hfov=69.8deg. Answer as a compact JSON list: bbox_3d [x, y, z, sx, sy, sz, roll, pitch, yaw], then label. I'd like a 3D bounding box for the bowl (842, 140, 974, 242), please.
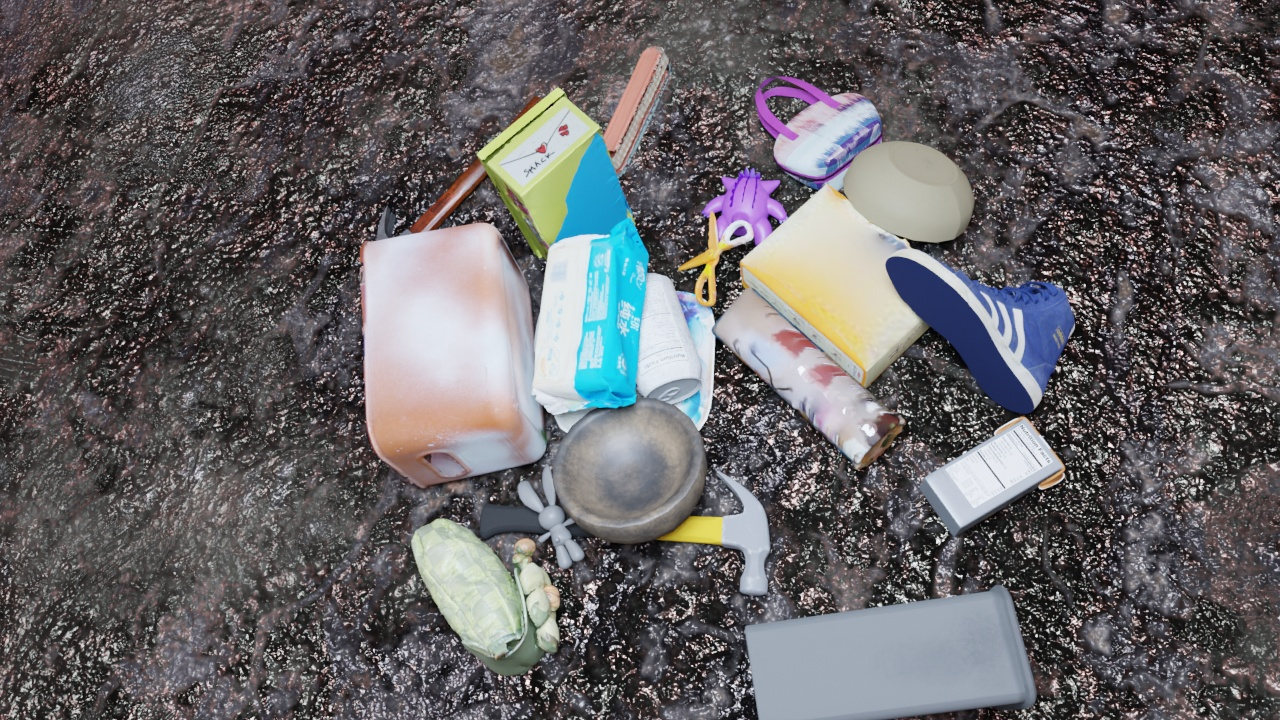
[{"bbox_3d":[0.312,-0.203,1.044,0.152,0.051,0.152,7,47,-8],"label":"bowl"}]

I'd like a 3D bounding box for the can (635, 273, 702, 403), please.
[{"bbox_3d":[0.017,-0.024,1.030,0.078,0.078,0.136,-19,66,3],"label":"can"}]

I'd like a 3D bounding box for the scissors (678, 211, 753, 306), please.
[{"bbox_3d":[0.087,-0.123,1.072,0.130,0.011,0.125,-26,55,44],"label":"scissors"}]

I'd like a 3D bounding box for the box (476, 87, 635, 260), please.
[{"bbox_3d":[-0.089,-0.192,1.062,0.124,0.221,0.082,-43,69,-5],"label":"box"}]

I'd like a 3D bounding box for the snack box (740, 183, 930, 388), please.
[{"bbox_3d":[0.231,-0.089,1.034,0.145,0.081,0.195,-42,67,-8],"label":"snack box"}]

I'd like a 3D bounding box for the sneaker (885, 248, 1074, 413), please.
[{"bbox_3d":[0.367,-0.066,0.951,0.233,0.091,0.118,45,75,-15],"label":"sneaker"}]

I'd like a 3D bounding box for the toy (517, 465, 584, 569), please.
[{"bbox_3d":[-0.096,0.171,0.994,0.049,0.030,0.111,-33,70,14],"label":"toy"}]

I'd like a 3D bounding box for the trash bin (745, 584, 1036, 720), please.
[{"bbox_3d":[0.218,0.278,0.832,0.220,0.192,0.097,-10,67,8],"label":"trash bin"}]

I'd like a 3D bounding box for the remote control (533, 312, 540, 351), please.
[{"bbox_3d":[-0.088,-0.050,1.076,0.060,0.028,0.114,20,66,-11],"label":"remote control"}]

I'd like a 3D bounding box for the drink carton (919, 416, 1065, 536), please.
[{"bbox_3d":[0.360,0.120,0.944,0.125,0.048,0.076,-30,66,-2],"label":"drink carton"}]

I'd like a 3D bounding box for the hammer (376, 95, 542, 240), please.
[{"bbox_3d":[-0.227,-0.236,1.208,0.111,0.028,0.300,37,79,20],"label":"hammer"}]

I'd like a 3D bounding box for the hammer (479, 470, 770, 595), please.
[{"bbox_3d":[-0.020,0.180,1.005,0.324,0.029,0.127,1,69,12],"label":"hammer"}]

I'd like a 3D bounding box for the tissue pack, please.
[{"bbox_3d":[-0.054,-0.047,0.996,0.117,0.066,0.209,-6,75,37],"label":"tissue pack"}]

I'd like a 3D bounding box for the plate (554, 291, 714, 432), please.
[{"bbox_3d":[-0.006,0.006,1.075,0.187,0.016,0.186,0,68,11],"label":"plate"}]

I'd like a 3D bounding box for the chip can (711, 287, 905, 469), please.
[{"bbox_3d":[0.179,0.016,1.004,0.079,0.080,0.229,-42,67,-8],"label":"chip can"}]

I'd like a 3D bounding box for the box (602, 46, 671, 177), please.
[{"bbox_3d":[-0.011,-0.326,1.192,0.060,0.058,0.186,26,74,-14],"label":"box"}]

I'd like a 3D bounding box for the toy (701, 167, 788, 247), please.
[{"bbox_3d":[0.126,-0.184,1.105,0.106,0.056,0.088,7,69,17],"label":"toy"}]

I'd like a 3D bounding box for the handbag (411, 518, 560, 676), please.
[{"bbox_3d":[-0.153,0.237,0.962,0.116,0.113,0.186,-34,66,-12],"label":"handbag"}]

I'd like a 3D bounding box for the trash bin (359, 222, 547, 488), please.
[{"bbox_3d":[-0.204,-0.005,1.031,0.157,0.182,0.259,-10,66,4],"label":"trash bin"}]

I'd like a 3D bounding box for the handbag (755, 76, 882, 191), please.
[{"bbox_3d":[0.208,-0.293,1.136,0.144,0.068,0.170,-38,60,-6],"label":"handbag"}]

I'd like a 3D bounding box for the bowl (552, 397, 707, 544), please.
[{"bbox_3d":[-0.007,0.123,0.969,0.162,0.070,0.162,-9,49,10],"label":"bowl"}]
